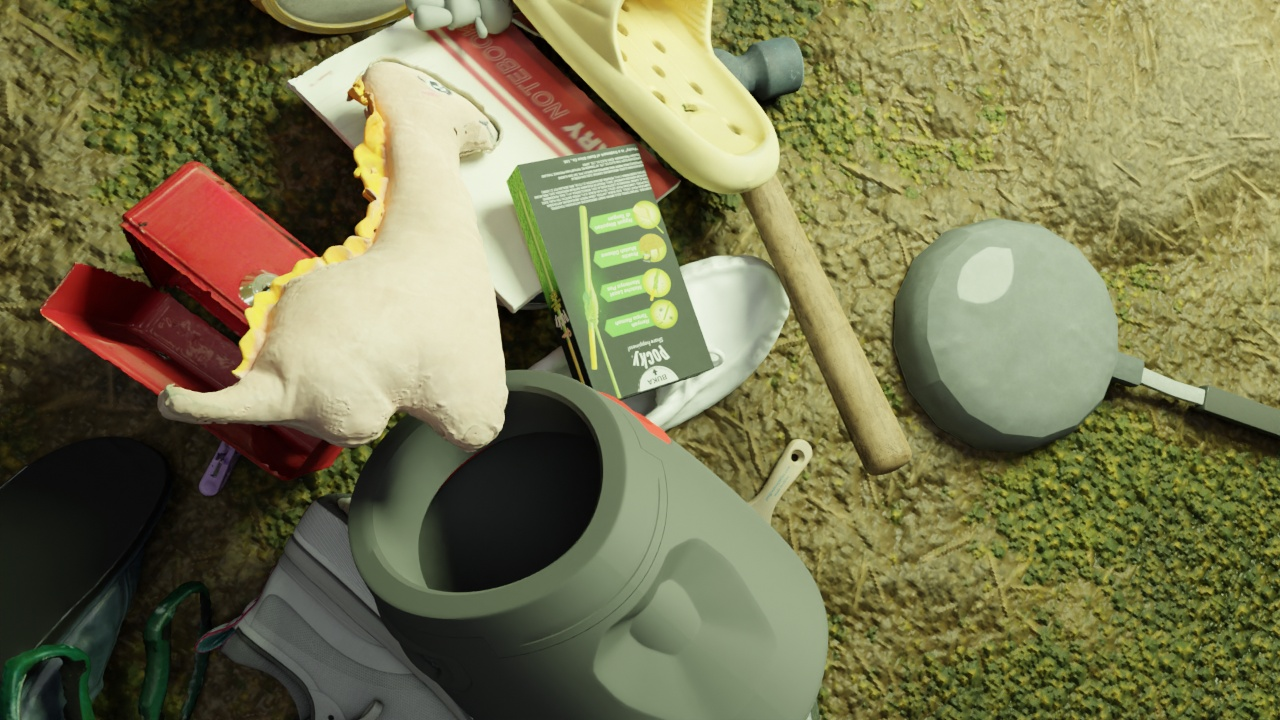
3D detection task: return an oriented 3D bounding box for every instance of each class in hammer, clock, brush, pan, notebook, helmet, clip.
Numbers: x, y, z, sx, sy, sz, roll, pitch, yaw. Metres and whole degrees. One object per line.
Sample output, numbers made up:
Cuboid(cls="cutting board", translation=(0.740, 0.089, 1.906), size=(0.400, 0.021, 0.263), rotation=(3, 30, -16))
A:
Cuboid(cls="hammer", translation=(0.096, -0.075, 0.604), size=(0.129, 0.040, 0.321), rotation=(-17, 69, -12))
Cuboid(cls="clock", translation=(-0.204, -0.268, 0.569), size=(0.158, 0.117, 0.081), rotation=(-19, 84, -8))
Cuboid(cls="brush", translation=(0.073, 0.116, 0.633), size=(0.039, 0.012, 0.151), rotation=(37, 76, -6))
Cuboid(cls="pan", translation=(0.362, 0.005, 0.694), size=(0.357, 0.041, 0.178), rotation=(17, 80, -10))
Cuboid(cls="notebook", translation=(-0.098, -0.145, 0.592), size=(0.209, 0.012, 0.152), rotation=(45, 64, 8))
Cuboid(cls="helmet", translation=(-0.022, 0.119, 0.465), size=(0.164, 0.265, 0.170), rotation=(-49, 129, -19))
Cuboid(cls="clip", translation=(-0.254, 0.057, 0.569), size=(0.014, 0.042, 0.052), rotation=(28, 114, -7))

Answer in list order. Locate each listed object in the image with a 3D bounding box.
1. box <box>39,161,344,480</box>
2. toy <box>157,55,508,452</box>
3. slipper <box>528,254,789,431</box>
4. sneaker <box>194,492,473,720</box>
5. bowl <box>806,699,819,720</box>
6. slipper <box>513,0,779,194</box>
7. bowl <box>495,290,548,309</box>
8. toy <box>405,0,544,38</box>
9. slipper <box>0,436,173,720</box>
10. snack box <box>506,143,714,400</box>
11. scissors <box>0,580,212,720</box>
Cuboid(cls="box", translation=(-0.220, -0.018, 0.527), size=(0.157, 0.135, 0.112), rotation=(36, 78, -6))
Cuboid(cls="toy", translation=(-0.141, -0.073, 0.475), size=(0.195, 0.065, 0.264), rotation=(8, 54, -37))
Cuboid(cls="slipper", translation=(-0.004, 0.003, 0.606), size=(0.246, 0.075, 0.112), rotation=(-31, 106, -16))
Cuboid(cls="sneaker", translation=(-0.137, 0.210, 0.542), size=(0.128, 0.097, 0.263), rotation=(-42, 94, -2))
Cuboid(cls="bowl", translation=(0.029, 0.227, 0.579), size=(0.153, 0.073, 0.153), rotation=(1, 84, -12))
Cuboid(cls="slipper", translation=(0.002, -0.219, 0.582), size=(0.111, 0.079, 0.261), rotation=(-28, 75, -35))
Cuboid(cls="bowl", translation=(-0.077, -0.078, 0.600), size=(0.114, 0.045, 0.114), rotation=(5, 65, -11))
Cuboid(cls="toy", translation=(-0.098, -0.232, 0.608), size=(0.111, 0.030, 0.049), rotation=(-11, 62, -29))
Cuboid(cls="slipper", translation=(-0.348, 0.168, 0.507), size=(0.109, 0.083, 0.264), rotation=(12, 60, 17))
Cuboid(cls="snack box", translation=(-0.018, -0.052, 0.554), size=(0.080, 0.025, 0.147), rotation=(-17, 85, -25))
Cuboid(cls="scissors", translation=(-0.280, 0.223, 0.524), size=(0.015, 0.141, 0.210), rotation=(6, 112, 17))
